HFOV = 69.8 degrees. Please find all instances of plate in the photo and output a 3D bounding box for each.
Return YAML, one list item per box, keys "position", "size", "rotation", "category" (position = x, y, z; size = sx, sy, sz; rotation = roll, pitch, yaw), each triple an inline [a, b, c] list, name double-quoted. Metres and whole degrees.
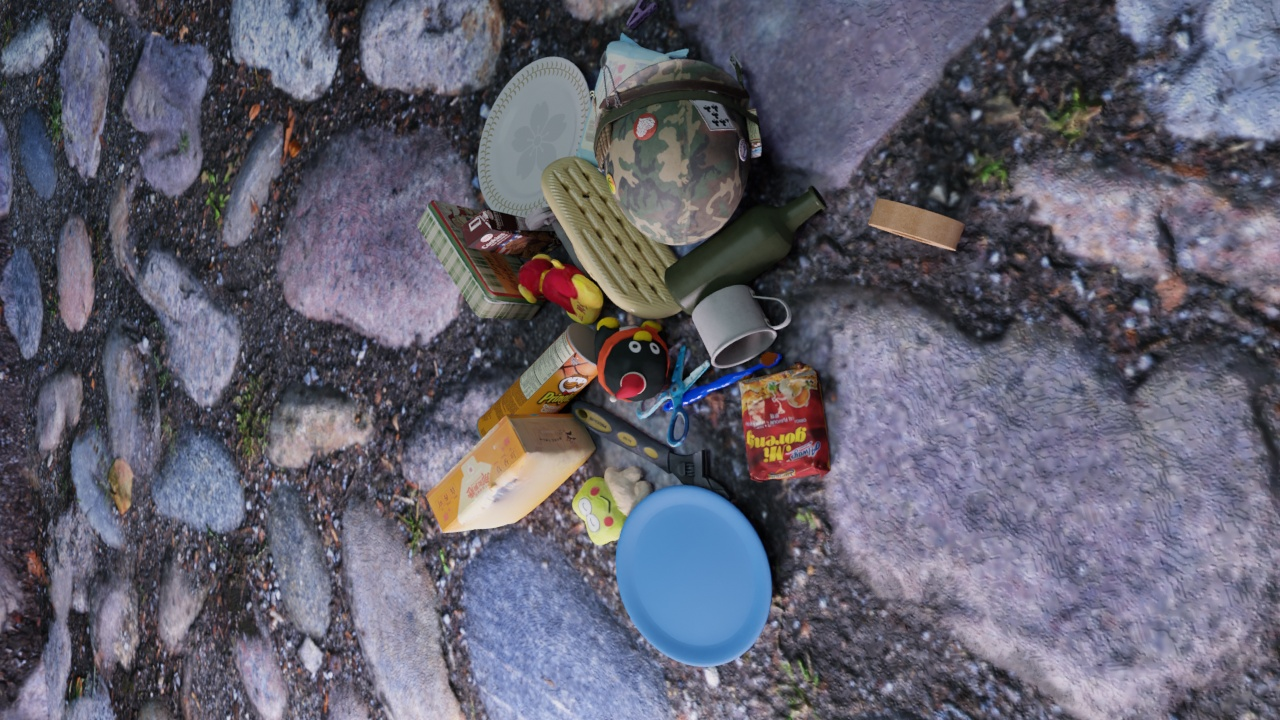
- position: [0.067, 0.266, 1.146]
  size: [0.225, 0.024, 0.224]
  rotation: [1, 92, 34]
  category: "plate"
- position: [-0.153, -0.320, 1.331]
  size: [0.243, 0.016, 0.242]
  rotation: [-10, 75, 41]
  category: "plate"

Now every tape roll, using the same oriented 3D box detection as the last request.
- position: [0.289, -0.142, 0.961]
  size: [0.094, 0.093, 0.027]
  rotation: [24, 102, 35]
  category: "tape roll"

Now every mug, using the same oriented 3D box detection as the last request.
- position: [0.122, -0.048, 1.090]
  size: [0.113, 0.084, 0.070]
  rotation: [-34, 66, 23]
  category: "mug"

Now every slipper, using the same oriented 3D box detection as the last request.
- position: [-0.043, -0.149, 1.198]
  size: [0.261, 0.111, 0.079]
  rotation: [54, 151, 10]
  category: "slipper"

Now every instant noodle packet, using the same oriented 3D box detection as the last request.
- position: [0.167, 0.073, 1.077]
  size: [0.099, 0.039, 0.135]
  rotation: [-11, 81, 29]
  category: "instant noodle packet"

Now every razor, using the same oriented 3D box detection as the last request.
- position: [-0.098, -0.162, 1.272]
  size: [0.047, 0.088, 0.116]
  rotation: [-33, 88, 31]
  category: "razor"

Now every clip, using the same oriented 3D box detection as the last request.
- position: [0.004, -0.470, 1.238]
  size: [0.046, 0.014, 0.050]
  rotation: [23, 99, 32]
  category: "clip"

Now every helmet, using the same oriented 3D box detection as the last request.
- position: [0.041, -0.262, 1.078]
  size: [0.225, 0.192, 0.235]
  rotation: [88, 176, -47]
  category: "helmet"

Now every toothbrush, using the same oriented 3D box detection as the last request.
- position: [0.097, 0.028, 1.142]
  size: [0.183, 0.018, 0.016]
  rotation: [-26, 59, 33]
  category: "toothbrush"

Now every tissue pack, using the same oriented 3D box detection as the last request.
- position: [-0.008, -0.330, 1.206]
  size: [0.112, 0.069, 0.182]
  rotation: [24, 100, 35]
  category: "tissue pack"

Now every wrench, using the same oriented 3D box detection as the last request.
- position: [0.011, 0.116, 1.200]
  size: [0.273, 0.022, 0.073]
  rotation: [26, 109, 34]
  category: "wrench"

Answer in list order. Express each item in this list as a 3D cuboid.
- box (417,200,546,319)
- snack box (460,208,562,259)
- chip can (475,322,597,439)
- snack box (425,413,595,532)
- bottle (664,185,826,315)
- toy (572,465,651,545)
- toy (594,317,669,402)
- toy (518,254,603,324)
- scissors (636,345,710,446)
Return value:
- position: [-0.231, -0.146, 1.336]
  size: [0.050, 0.117, 0.205]
  rotation: [-51, 59, 29]
  category: "box"
- position: [-0.178, -0.174, 1.279]
  size: [0.051, 0.140, 0.031]
  rotation: [-28, 72, 32]
  category: "snack box"
- position: [-0.137, 0.044, 1.280]
  size: [0.216, 0.075, 0.075]
  rotation: [-43, 64, 27]
  category: "chip can"
- position: [-0.175, 0.160, 1.260]
  size: [0.196, 0.145, 0.080]
  rotation: [-43, 64, 27]
  category: "snack box"
- position: [0.126, -0.135, 1.092]
  size: [0.207, 0.071, 0.071]
  rotation: [-34, 68, 24]
  category: "bottle"
- position: [-0.036, 0.187, 1.219]
  size: [0.115, 0.046, 0.092]
  rotation: [-40, 64, 19]
  category: "toy"
- position: [-0.007, 0.007, 1.161]
  size: [0.119, 0.097, 0.100]
  rotation: [-128, 45, -64]
  category: "toy"
- position: [-0.110, -0.101, 1.254]
  size: [0.137, 0.067, 0.106]
  rotation: [26, 147, 25]
  category: "toy"
- position: [0.045, 0.051, 1.167]
  size: [0.134, 0.012, 0.134]
  rotation: [-42, 46, 27]
  category: "scissors"
